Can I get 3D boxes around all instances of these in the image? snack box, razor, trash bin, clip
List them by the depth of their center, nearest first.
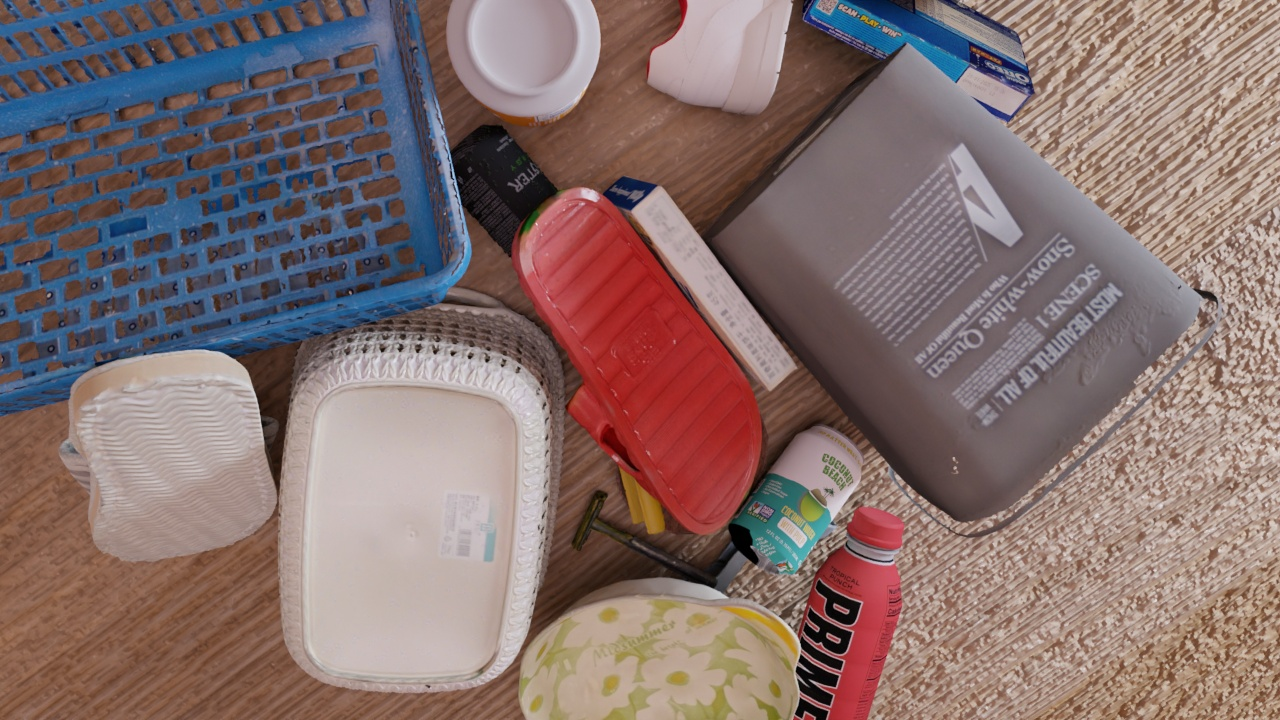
[{"bbox_3d":[0.170,-0.051,0.564,0.220,0.197,0.197,45,94,-6],"label":"trash bin"},{"bbox_3d":[0.174,-0.210,0.578,0.150,0.082,0.027,23,138,-9],"label":"snack box"},{"bbox_3d":[0.036,-0.051,0.587,0.026,0.082,0.150,-41,111,-2],"label":"snack box"},{"bbox_3d":[0.011,0.088,0.628,0.046,0.048,0.054,-8,103,23],"label":"clip"},{"bbox_3d":[0.006,0.136,0.653,0.106,0.026,0.042,26,97,6],"label":"razor"},{"bbox_3d":[0.084,0.152,0.676,0.172,0.030,0.164,17,98,-10],"label":"clip"}]

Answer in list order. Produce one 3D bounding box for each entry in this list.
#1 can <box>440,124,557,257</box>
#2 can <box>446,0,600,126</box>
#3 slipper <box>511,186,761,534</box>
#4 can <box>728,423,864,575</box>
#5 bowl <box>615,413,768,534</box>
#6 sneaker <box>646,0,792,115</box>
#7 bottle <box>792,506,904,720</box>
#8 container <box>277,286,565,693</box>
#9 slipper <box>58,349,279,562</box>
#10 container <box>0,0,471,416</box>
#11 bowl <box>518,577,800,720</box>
[{"bbox_3d":[-0.068,-0.088,0.595,0.054,0.054,0.137,-41,103,4],"label":"can"},{"bbox_3d":[-0.066,-0.178,0.531,0.079,0.142,0.079,-1,102,-5],"label":"can"},{"bbox_3d":[-0.003,0.003,0.580,0.103,0.059,0.249,-43,117,-24],"label":"slipper"},{"bbox_3d":[0.109,0.096,0.637,0.055,0.055,0.101,45,71,-12],"label":"can"},{"bbox_3d":[0.035,0.066,0.652,0.102,0.026,0.114,26,99,-9],"label":"bowl"},{"bbox_3d":[0.046,-0.276,0.555,0.104,0.090,0.237,9,105,-1],"label":"sneaker"},{"bbox_3d":[0.144,0.190,0.645,0.062,0.062,0.177,12,100,-8],"label":"bottle"},{"bbox_3d":[-0.138,0.086,0.581,0.184,0.143,0.252,5,102,-11],"label":"container"},{"bbox_3d":[-0.268,0.058,0.528,0.114,0.273,0.054,-4,65,-27],"label":"slipper"},{"bbox_3d":[-0.284,-0.099,0.513,0.362,0.089,0.257,-14,72,-2],"label":"container"},{"bbox_3d":[0.012,0.213,0.639,0.188,0.060,0.220,40,115,-18],"label":"bowl"}]
